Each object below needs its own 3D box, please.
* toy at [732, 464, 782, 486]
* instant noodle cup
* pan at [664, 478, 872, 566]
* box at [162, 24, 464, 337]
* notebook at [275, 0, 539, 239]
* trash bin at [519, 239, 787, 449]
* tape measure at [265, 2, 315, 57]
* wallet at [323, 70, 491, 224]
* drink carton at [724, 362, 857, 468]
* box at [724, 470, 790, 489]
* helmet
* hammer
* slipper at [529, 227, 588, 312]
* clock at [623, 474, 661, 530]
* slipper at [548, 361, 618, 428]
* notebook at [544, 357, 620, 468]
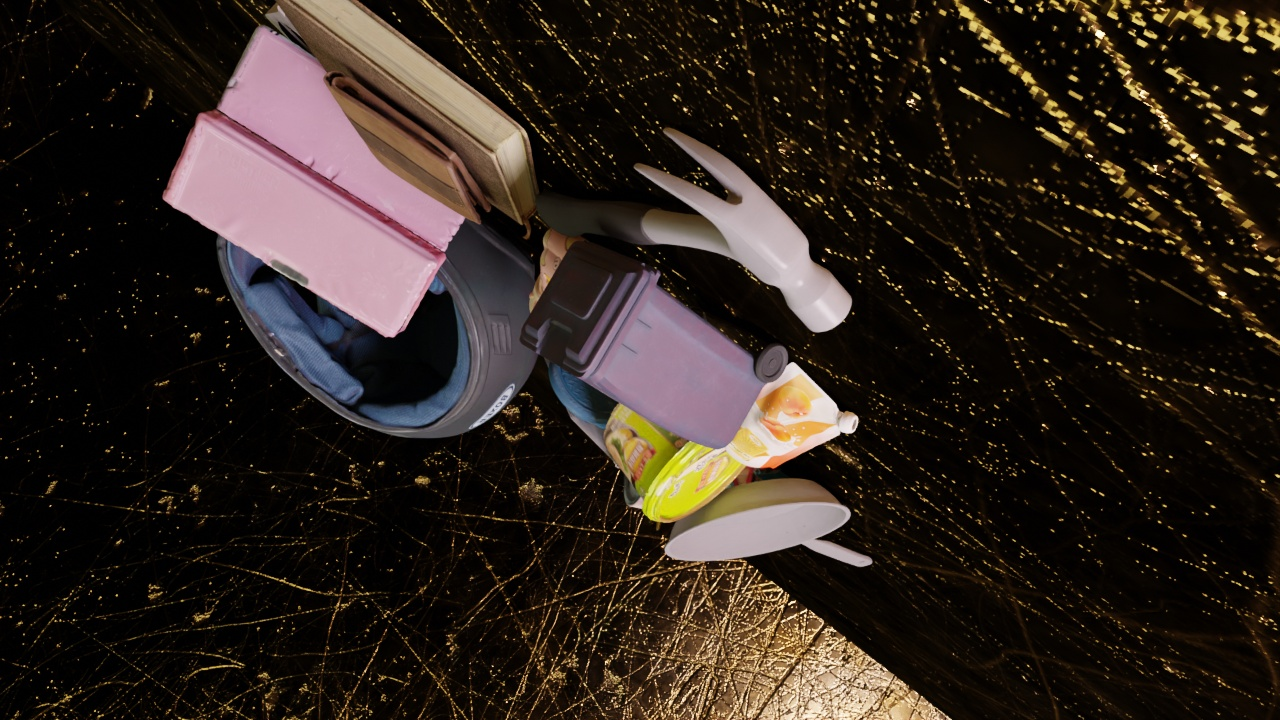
[{"bbox_3d":[0.102,0.101,1.021,0.102,0.065,0.050,37,139,29],"label":"toy"},{"bbox_3d":[0.038,0.073,0.879,0.098,0.146,0.146,47,175,25],"label":"instant noodle cup"},{"bbox_3d":[0.173,0.196,1.044,0.356,0.201,0.050,20,-129,-48],"label":"pan"},{"bbox_3d":[-0.268,-0.149,0.783,0.232,0.179,0.039,31,-165,-5],"label":"box"},{"bbox_3d":[-0.166,-0.187,0.701,0.215,0.034,0.190,38,171,6],"label":"notebook"},{"bbox_3d":[0.009,-0.011,0.626,0.160,0.092,0.094,32,177,-43],"label":"trash bin"},{"bbox_3d":[-0.285,-0.277,0.779,0.065,0.016,0.064,45,169,-35],"label":"tape measure"},{"bbox_3d":[-0.170,-0.155,0.679,0.121,0.027,0.099,36,170,14],"label":"wallet"},{"bbox_3d":[0.110,0.045,0.710,0.069,0.038,0.122,44,148,-2],"label":"drink carton"},{"bbox_3d":[0.072,0.117,1.148,0.243,0.071,0.170,36,171,19],"label":"box"},{"bbox_3d":[-0.248,-0.070,0.951,0.316,0.249,0.235,42,-162,-6],"label":"helmet"},{"bbox_3d":[-0.003,-0.088,0.576,0.125,0.029,0.311,43,170,-28],"label":"hammer"},{"bbox_3d":[-0.062,-0.055,0.806,0.093,0.081,0.197,40,173,-1],"label":"slipper"},{"bbox_3d":[0.027,0.096,1.020,0.058,0.117,0.157,16,-139,-14],"label":"clock"},{"bbox_3d":[-0.045,0.027,1.007,0.104,0.059,0.213,52,-162,9],"label":"slipper"},{"bbox_3d":[-0.093,0.003,1.094,0.245,0.013,0.178,63,-176,30],"label":"notebook"}]
